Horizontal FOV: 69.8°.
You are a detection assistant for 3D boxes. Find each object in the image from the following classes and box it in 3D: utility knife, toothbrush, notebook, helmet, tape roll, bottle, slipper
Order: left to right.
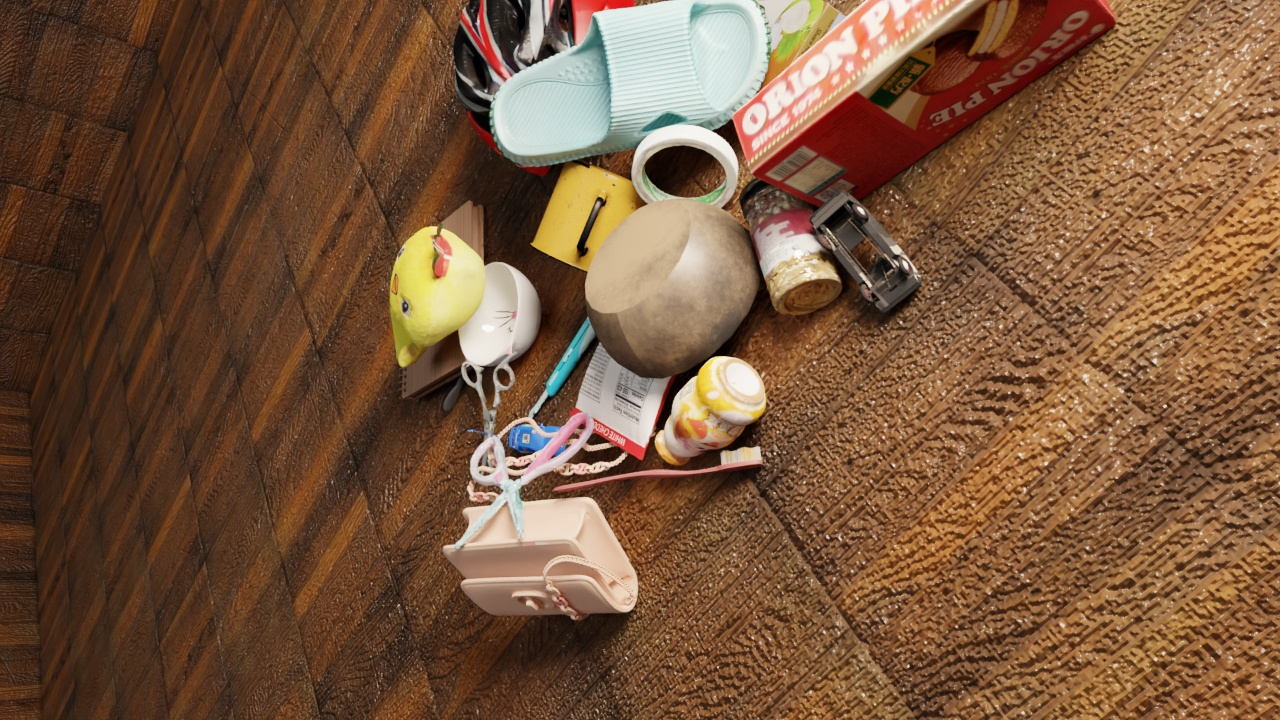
[{"bbox_3d":[-0.249,-0.070,1.134,0.170,0.022,0.210,-25,60,42],"label":"notebook"},{"bbox_3d":[-0.195,-0.009,1.081,0.168,0.012,0.013,-58,38,21],"label":"toothbrush"},{"bbox_3d":[-0.108,-0.329,0.972,0.218,0.167,0.271,-44,40,27],"label":"helmet"},{"bbox_3d":[-0.080,0.012,0.953,0.149,0.015,0.022,-56,44,26],"label":"utility knife"},{"bbox_3d":[-0.021,-0.238,0.797,0.277,0.069,0.116,-10,97,23],"label":"slipper"},{"bbox_3d":[0.012,0.095,0.776,0.185,0.015,0.015,-11,69,15],"label":"toothbrush"},{"bbox_3d":[0.039,-0.165,0.807,0.094,0.093,0.018,-27,43,40],"label":"tape roll"},{"bbox_3d":[0.055,0.046,0.766,0.109,0.063,0.063,-49,49,39],"label":"bottle"},{"bbox_3d":[0.119,-0.094,0.733,0.056,0.056,0.105,-35,57,37],"label":"bottle"}]

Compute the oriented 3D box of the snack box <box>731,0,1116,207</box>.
[{"bbox_3d":[0.189,-0.202,0.641,0.237,0.113,0.060,-34,57,37],"label":"snack box"}]

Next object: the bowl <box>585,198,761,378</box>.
[{"bbox_3d":[0.019,-0.070,0.786,0.163,0.070,0.162,-28,42,29],"label":"bowl"}]

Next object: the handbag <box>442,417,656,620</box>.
[{"bbox_3d":[-0.063,0.151,0.873,0.199,0.116,0.186,-10,36,30],"label":"handbag"}]

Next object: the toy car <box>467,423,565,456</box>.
[{"bbox_3d":[-0.128,0.080,0.953,0.092,0.061,0.033,-1,80,47],"label":"toy car"}]

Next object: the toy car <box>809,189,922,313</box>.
[{"bbox_3d":[0.168,-0.083,0.684,0.040,0.037,0.092,-43,78,31],"label":"toy car"}]

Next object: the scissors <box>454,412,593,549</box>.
[{"bbox_3d":[-0.119,0.106,0.856,0.170,0.013,0.175,-49,33,-18],"label":"scissors"}]

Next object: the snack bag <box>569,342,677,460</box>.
[{"bbox_3d":[-0.005,0.005,0.847,0.131,0.039,0.144,24,88,54],"label":"snack bag"}]

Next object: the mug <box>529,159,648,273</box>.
[{"bbox_3d":[-0.043,-0.134,0.871,0.123,0.100,0.094,-83,16,-81],"label":"mug"}]

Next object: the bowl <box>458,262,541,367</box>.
[{"bbox_3d":[-0.148,-0.047,1.011,0.115,0.050,0.114,-13,72,45],"label":"bowl"}]

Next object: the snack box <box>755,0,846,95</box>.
[{"bbox_3d":[0.092,-0.297,0.826,0.186,0.031,0.101,50,117,41],"label":"snack box"}]

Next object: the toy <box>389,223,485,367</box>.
[{"bbox_3d":[-0.233,-0.067,1.007,0.208,0.092,0.133,-38,49,46],"label":"toy"}]

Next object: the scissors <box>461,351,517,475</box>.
[{"bbox_3d":[-0.154,0.062,0.987,0.121,0.014,0.160,-10,101,37],"label":"scissors"}]
